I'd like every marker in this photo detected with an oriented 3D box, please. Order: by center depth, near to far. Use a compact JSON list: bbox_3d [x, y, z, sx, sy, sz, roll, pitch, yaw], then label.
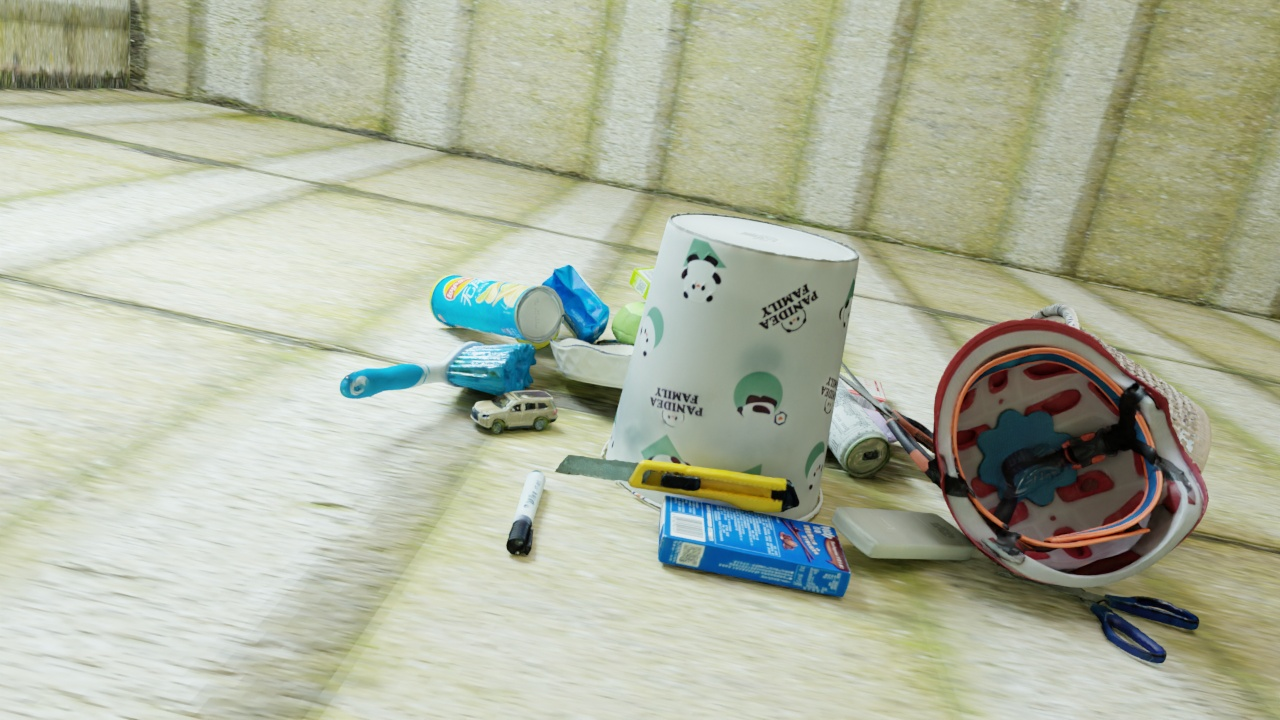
[{"bbox_3d":[-0.095,0.127,0.778,0.022,0.018,0.130,35,16,-9],"label":"marker"}]

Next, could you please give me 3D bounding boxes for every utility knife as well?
[{"bbox_3d":[0.033,0.108,0.809,0.219,0.033,0.015,8,8,0],"label":"utility knife"}]

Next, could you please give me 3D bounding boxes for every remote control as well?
[{"bbox_3d":[0.242,0.160,0.840,0.149,0.021,0.058,11,21,-35],"label":"remote control"}]

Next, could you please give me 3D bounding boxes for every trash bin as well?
[{"bbox_3d":[0.095,-0.001,0.898,0.229,0.252,0.229,10,18,-3],"label":"trash bin"},{"bbox_3d":[0.497,0.076,1.020,0.192,0.228,0.227,25,18,1],"label":"trash bin"}]

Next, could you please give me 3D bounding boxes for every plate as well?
[{"bbox_3d":[-0.006,0.006,1.097,0.205,0.045,0.205,7,2,0],"label":"plate"}]

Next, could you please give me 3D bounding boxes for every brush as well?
[{"bbox_3d":[-0.195,0.014,0.955,0.109,0.060,0.314,7,7,6],"label":"brush"}]

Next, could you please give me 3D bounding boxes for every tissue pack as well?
[{"bbox_3d":[-0.084,-0.074,1.224,0.095,0.052,0.157,49,-9,4],"label":"tissue pack"}]

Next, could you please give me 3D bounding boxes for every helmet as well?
[{"bbox_3d":[0.369,0.089,0.851,0.207,0.240,0.144,-23,-15,3],"label":"helmet"}]

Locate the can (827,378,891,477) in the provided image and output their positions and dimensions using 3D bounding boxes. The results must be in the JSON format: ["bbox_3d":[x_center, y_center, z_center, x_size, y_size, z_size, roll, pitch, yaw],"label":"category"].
[{"bbox_3d":[0.230,0.070,1.055,0.058,0.058,0.146,5,28,-19],"label":"can"}]

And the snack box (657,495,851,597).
[{"bbox_3d":[0.093,0.156,0.782,0.157,0.026,0.084,11,16,-1],"label":"snack box"}]

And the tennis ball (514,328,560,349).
[{"bbox_3d":[-0.139,-0.047,1.213,0.065,0.065,0.065,10,18,-3],"label":"tennis ball"}]

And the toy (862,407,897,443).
[{"bbox_3d":[0.274,0.078,1.123,0.108,0.039,0.083,15,5,33],"label":"toy"}]

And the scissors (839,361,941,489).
[{"bbox_3d":[0.295,0.073,1.056,0.226,0.015,0.188,33,22,-21],"label":"scissors"}]

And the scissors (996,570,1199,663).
[{"bbox_3d":[0.412,0.217,0.816,0.176,0.012,0.162,10,16,2],"label":"scissors"}]

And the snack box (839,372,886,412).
[{"bbox_3d":[0.285,0.041,1.230,0.077,0.027,0.155,15,10,10],"label":"snack box"}]

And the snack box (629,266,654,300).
[{"bbox_3d":[0.063,-0.071,1.214,0.085,0.026,0.156,-12,47,-40],"label":"snack box"}]

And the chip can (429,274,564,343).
[{"bbox_3d":[-0.187,-0.067,1.163,0.071,0.071,0.211,-4,10,-40],"label":"chip can"}]

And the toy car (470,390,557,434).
[{"bbox_3d":[-0.133,0.052,0.959,0.090,0.035,0.042,-5,21,-34],"label":"toy car"}]

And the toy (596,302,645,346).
[{"bbox_3d":[0.059,-0.039,1.275,0.246,0.090,0.227,0,13,-40],"label":"toy"}]
